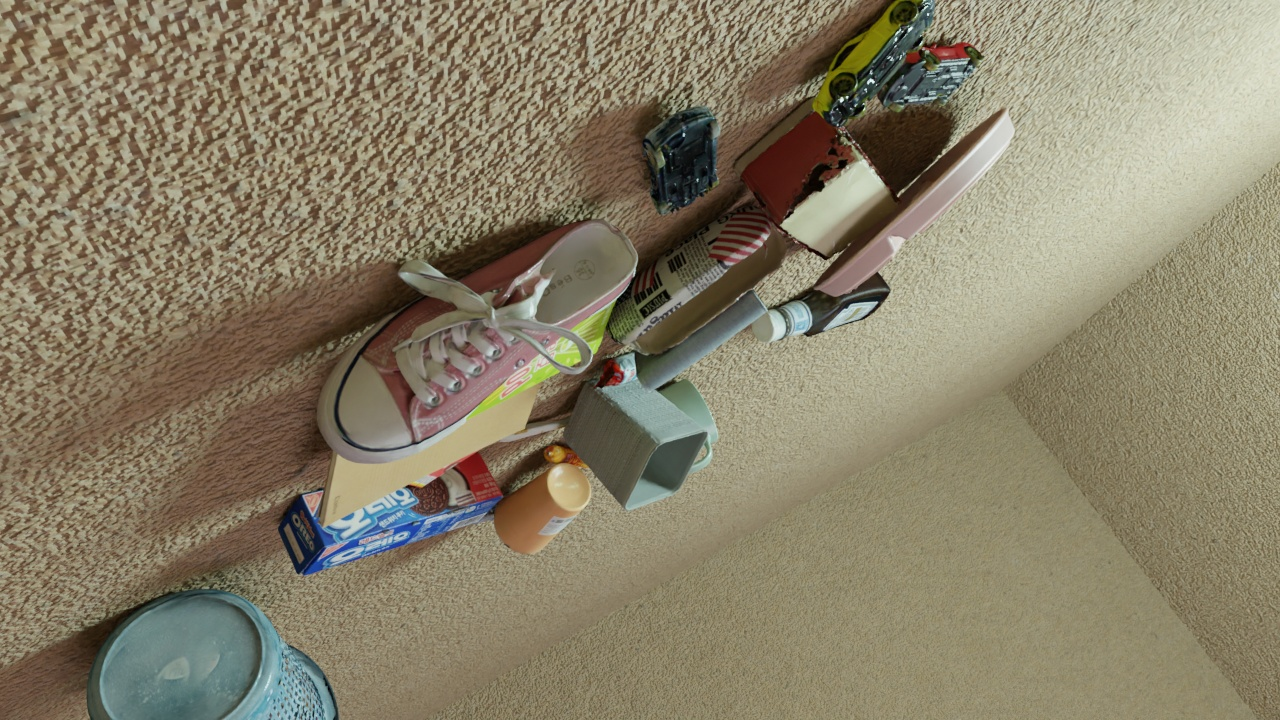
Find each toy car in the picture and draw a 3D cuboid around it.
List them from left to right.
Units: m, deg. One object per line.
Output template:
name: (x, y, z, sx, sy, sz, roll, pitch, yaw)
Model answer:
toy car: (0.026, -0.135, 0.612, 0.049, 0.031, 0.106, -31, 163, -6)
toy car: (0.160, -0.211, 0.636, 0.105, 0.032, 0.048, -48, 159, 10)
toy car: (0.220, -0.220, 0.704, 0.106, 0.031, 0.049, -21, 158, -38)

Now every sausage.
sausage: (-0.078, 0.117, 1.105, 0.021, 0.021, 0.165, -36, 162, 11)

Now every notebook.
notebook: (-0.157, 0.044, 0.739, 0.210, 0.012, 0.150, -26, 153, -42)

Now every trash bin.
trash bin: (-0.403, 0.320, 0.848, 0.226, 0.226, 0.196, -22, 146, -29)

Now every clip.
clip: (-0.185, 0.186, 1.115, 0.025, 0.035, 0.057, -35, 162, 15)

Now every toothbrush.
toothbrush: (-0.076, 0.061, 0.979, 0.190, 0.018, 0.016, -12, 151, -41)

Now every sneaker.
sneaker: (-0.101, -0.020, 0.588, 0.240, 0.118, 0.088, -34, 180, -13)

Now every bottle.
bottle: (0.211, -0.059, 1.087, 0.194, 0.044, 0.080, -17, 156, -36)

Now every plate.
plate: (0.252, -0.139, 0.845, 0.229, 0.028, 0.229, -44, 179, -2)

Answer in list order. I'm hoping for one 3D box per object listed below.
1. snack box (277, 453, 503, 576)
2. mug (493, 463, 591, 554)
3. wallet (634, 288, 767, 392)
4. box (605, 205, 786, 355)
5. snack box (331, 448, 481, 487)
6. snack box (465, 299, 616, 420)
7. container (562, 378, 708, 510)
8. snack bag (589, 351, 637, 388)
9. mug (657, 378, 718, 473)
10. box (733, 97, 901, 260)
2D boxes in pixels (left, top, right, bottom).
snack box: (-0.230, 0.142, 0.868, 0.207, 0.058, 0.057, -10, 152, -50)
mug: (-0.112, 0.171, 1.075, 0.078, 0.078, 0.123, -16, 162, -41)
wallet: (0.049, -0.033, 0.853, 0.130, 0.037, 0.106, -36, -162, 9)
box: (0.046, -0.061, 0.761, 0.162, 0.076, 0.087, -34, -169, 14)
snack box: (-0.197, 0.073, 0.795, 0.075, 0.025, 0.153, -34, 162, 2)
snack box: (-0.088, -0.010, 0.709, 0.156, 0.026, 0.086, -29, 156, -37)
container: (-0.010, 0.077, 0.944, 0.090, 0.114, 0.090, -9, 133, -48)
snack bag: (-0.006, 0.005, 0.929, 0.105, 0.026, 0.045, -17, 155, -41)
mug: (0.031, 0.090, 1.069, 0.106, 0.111, 0.082, -26, 143, -12)
box: (0.154, -0.135, 0.742, 0.091, 0.078, 0.168, -39, 161, 19)
